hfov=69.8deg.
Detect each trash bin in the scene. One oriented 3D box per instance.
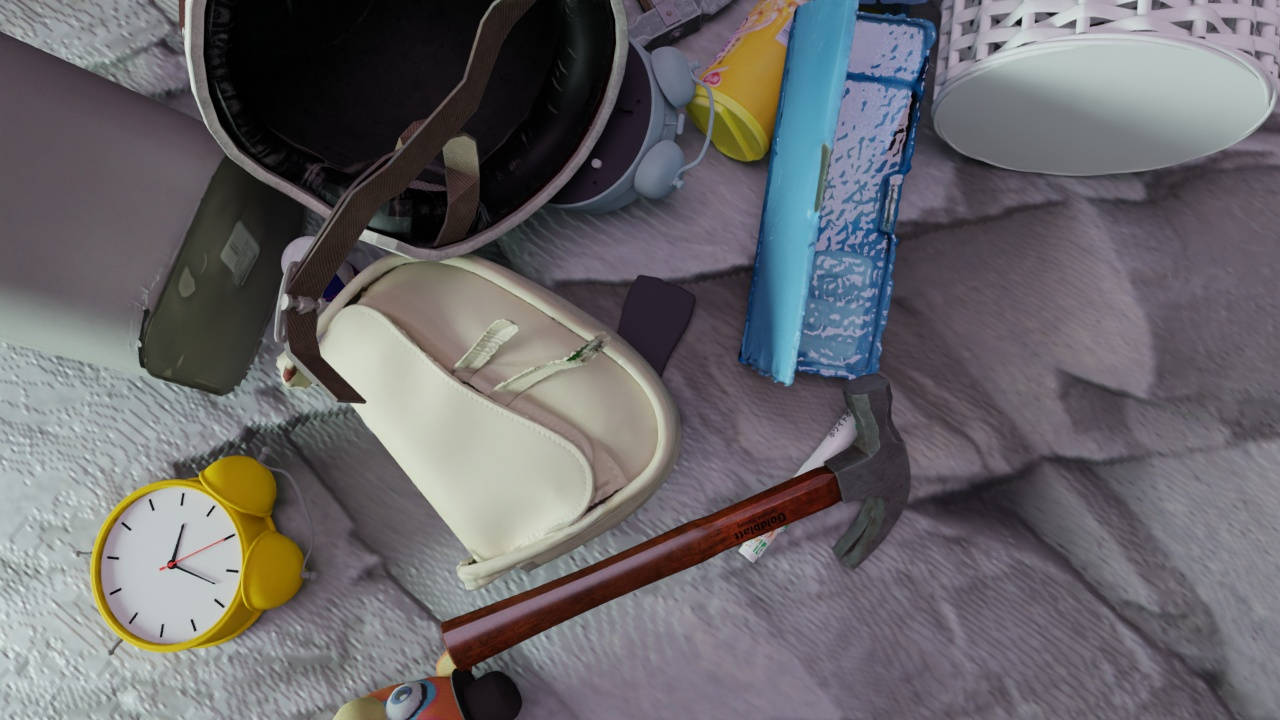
[{"bbox_3d":[-0.360,-0.088,0.582,0.220,0.197,0.197,19,81,1],"label":"trash bin"}]

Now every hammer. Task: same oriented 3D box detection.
[{"bbox_3d":[-0.041,-0.372,0.686,0.147,0.028,0.316,-27,80,0],"label":"hammer"},{"bbox_3d":[0.026,0.114,0.556,0.300,0.028,0.111,-22,111,-8],"label":"hammer"}]

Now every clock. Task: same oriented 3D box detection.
[{"bbox_3d":[-0.288,0.127,0.604,0.152,0.052,0.113,-26,79,3],"label":"clock"},{"bbox_3d":[-0.025,-0.159,0.612,0.159,0.045,0.122,9,93,26],"label":"clock"}]

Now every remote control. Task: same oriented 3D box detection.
[{"bbox_3d":[-0.004,0.004,0.626,0.046,0.009,0.124,22,85,6],"label":"remote control"}]

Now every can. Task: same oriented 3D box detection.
[{"bbox_3d":[0.084,-0.195,0.626,0.067,0.068,0.105,36,84,9],"label":"can"},{"bbox_3d":[-0.203,-0.053,0.606,0.032,0.095,0.032,-1,78,3],"label":"can"}]

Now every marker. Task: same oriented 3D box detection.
[{"bbox_3d":[0.115,0.072,0.603,0.017,0.017,0.145,39,84,9],"label":"marker"}]

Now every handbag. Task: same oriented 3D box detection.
[{"bbox_3d":[-0.100,0.023,0.564,0.184,0.132,0.229,-43,80,1],"label":"handbag"}]

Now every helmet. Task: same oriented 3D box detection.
[{"bbox_3d":[-0.129,-0.168,0.511,0.253,0.233,0.234,39,125,21],"label":"helmet"}]

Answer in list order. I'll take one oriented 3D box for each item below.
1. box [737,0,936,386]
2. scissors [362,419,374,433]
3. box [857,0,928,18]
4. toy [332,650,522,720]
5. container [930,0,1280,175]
[{"bbox_3d":[0.123,-0.099,0.554,0.094,0.110,0.231,9,99,1],"label":"box"},{"bbox_3d":[-0.164,-0.029,0.641,0.108,0.016,0.179,-15,80,2],"label":"scissors"},{"bbox_3d":[0.171,-0.315,0.636,0.069,0.064,0.209,5,67,10],"label":"box"},{"bbox_3d":[-0.147,0.249,0.552,0.176,0.096,0.112,-31,42,-6],"label":"toy"},{"bbox_3d":[0.281,-0.234,0.559,0.189,0.189,0.186,8,82,5],"label":"container"}]
